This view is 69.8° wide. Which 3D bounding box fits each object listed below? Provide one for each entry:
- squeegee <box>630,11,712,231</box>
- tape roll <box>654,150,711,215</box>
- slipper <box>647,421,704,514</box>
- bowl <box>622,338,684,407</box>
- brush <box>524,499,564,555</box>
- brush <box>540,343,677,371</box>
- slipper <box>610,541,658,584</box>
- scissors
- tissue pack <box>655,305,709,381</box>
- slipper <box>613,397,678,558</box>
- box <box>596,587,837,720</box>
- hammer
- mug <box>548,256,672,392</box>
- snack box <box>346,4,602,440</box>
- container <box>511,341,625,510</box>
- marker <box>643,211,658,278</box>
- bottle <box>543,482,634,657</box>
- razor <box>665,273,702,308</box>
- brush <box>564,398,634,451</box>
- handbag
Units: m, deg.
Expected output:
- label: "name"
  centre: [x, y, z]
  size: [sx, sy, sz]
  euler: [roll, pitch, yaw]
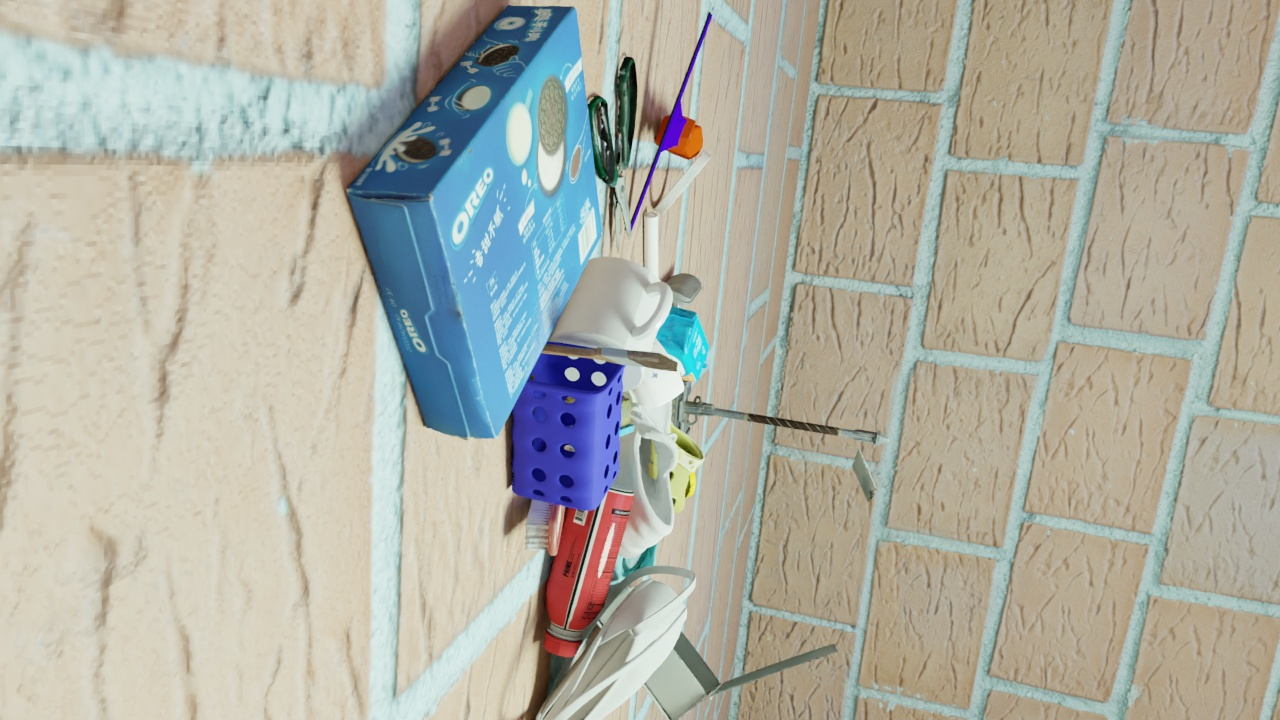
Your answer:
- label: "squeegee"
  centre: [0.048, -0.264, 1.090]
  size: [0.184, 0.055, 0.250]
  euler: [-69, 180, -82]
- label: "tape roll"
  centre: [0.052, -0.216, 1.118]
  size: [0.093, 0.013, 0.093]
  euler: [-49, -174, 6]
- label: "slipper"
  centre: [0.041, 0.124, 1.226]
  size: [0.091, 0.081, 0.191]
  euler: [-116, -162, -58]
- label: "bowl"
  centre: [-0.006, 0.006, 0.976]
  size: [0.054, 0.105, 0.105]
  euler: [-36, 154, -9]
- label: "brush"
  centre: [-0.084, 0.130, 0.861]
  size: [0.172, 0.030, 0.041]
  euler: [-84, 177, -74]
- label: "brush"
  centre: [-0.045, -0.006, 0.687]
  size: [0.045, 0.143, 0.008]
  euler: [25, 73, -67]
- label: "slipper"
  centre: [-0.008, 0.221, 1.115]
  size: [0.276, 0.069, 0.116]
  euler: [49, 55, -79]
- label: "scissors"
  centre: [-0.018, -0.214, 0.943]
  size: [0.210, 0.015, 0.154]
  euler: [79, 22, -53]
- label: "tissue pack"
  centre: [0.025, -0.023, 1.079]
  size: [0.144, 0.093, 0.061]
  euler: [62, 46, -67]
- label: "slipper"
  centre: [0.007, 0.112, 1.048]
  size: [0.246, 0.075, 0.112]
  euler: [-83, 151, -53]
- label: "box"
  centre: [0.184, 0.406, 1.123]
  size: [0.167, 0.507, 0.148]
  euler: [51, 53, -73]
- label: "hammer"
  centre: [0.171, 0.081, 1.246]
  size: [0.044, 0.322, 0.098]
  euler: [-51, 147, -64]
- label: "mug"
  centre: [-0.019, -0.036, 0.833]
  size: [0.091, 0.122, 0.089]
  euler: [40, 51, -30]
- label: "snack box"
  centre: [-0.093, -0.097, 0.620]
  size: [0.196, 0.056, 0.238]
  euler: [85, 20, -44]
- label: "container"
  centre: [-0.062, 0.055, 0.784]
  size: [0.084, 0.085, 0.114]
  euler: [-54, 151, -61]
- label: "marker"
  centre: [0.014, -0.120, 1.124]
  size: [0.020, 0.017, 0.134]
  euler: [-66, 160, -52]
- label: "bottle"
  centre: [-0.058, 0.210, 0.929]
  size: [0.062, 0.062, 0.176]
  euler: [26, 79, -76]
- label: "razor"
  centre: [0.045, -0.053, 1.258]
  size: [0.088, 0.047, 0.116]
  euler: [-52, 156, -63]
- label: "brush"
  centre: [-0.049, 0.075, 0.907]
  size: [0.135, 0.055, 0.075]
  euler: [-2, 95, -76]
- label: "handbag"
  centre: [-0.043, 0.310, 0.938]
  size: [0.216, 0.095, 0.222]
  euler: [-55, 166, 20]
